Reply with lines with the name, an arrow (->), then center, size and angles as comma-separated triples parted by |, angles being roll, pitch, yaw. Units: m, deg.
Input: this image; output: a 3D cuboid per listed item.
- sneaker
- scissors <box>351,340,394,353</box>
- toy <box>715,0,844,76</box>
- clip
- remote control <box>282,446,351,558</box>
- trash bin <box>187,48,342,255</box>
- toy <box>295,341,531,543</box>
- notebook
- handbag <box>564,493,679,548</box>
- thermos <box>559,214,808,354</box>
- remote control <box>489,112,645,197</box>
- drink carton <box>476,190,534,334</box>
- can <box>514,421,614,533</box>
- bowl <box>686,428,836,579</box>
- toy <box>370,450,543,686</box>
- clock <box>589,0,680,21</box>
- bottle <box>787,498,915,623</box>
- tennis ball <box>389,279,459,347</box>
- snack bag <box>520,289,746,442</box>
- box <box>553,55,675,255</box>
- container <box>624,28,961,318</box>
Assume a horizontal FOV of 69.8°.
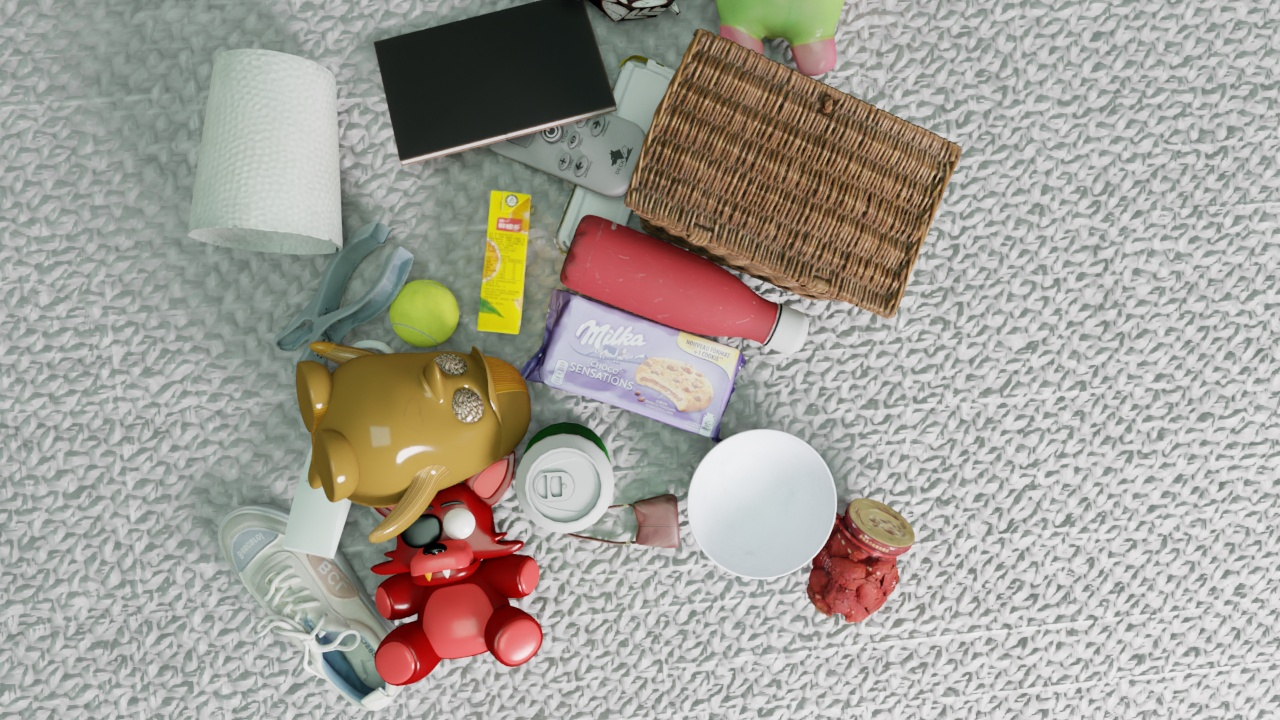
sneaker -> -0.314, 0.235, 0.877 | 0.089, 0.091, 0.242 | -42, 94, 0
scissors -> -0.226, 0.008, 0.893 | 0.133, 0.012, 0.097 | -10, 127, -3
toy -> 0.138, -0.397, 0.881 | 0.192, 0.097, 0.236 | 4, 84, -12
clip -> -0.272, -0.043, 0.864 | 0.167, 0.028, 0.127 | -51, 53, 4
remote control -> -0.298, 0.112, 0.877 | 0.049, 0.024, 0.143 | 9, 70, 10
trash bin -> -0.339, -0.188, 0.842 | 0.133, 0.133, 0.161 | 2, 87, -4
toy -> -0.194, 0.051, 0.833 | 0.203, 0.163, 0.198 | -11, 64, -29
notebook -> -0.141, -0.274, 0.882 | 0.209, 0.008, 0.141 | -15, 71, -3
handbag -> -0.021, 0.165, 0.928 | 0.119, 0.029, 0.055 | -4, 94, 1
thermos -> 0.046, -0.065, 0.869 | 0.240, 0.073, 0.073 | 20, 91, -5
remote control -> -0.069, -0.213, 0.886 | 0.151, 0.019, 0.074 | 24, 91, 14
drink carton -> -0.130, -0.094, 0.891 | 0.043, 0.058, 0.134 | 6, 92, -6
can -> -0.070, 0.106, 0.862 | 0.088, 0.140, 0.088 | 0, 92, -4
bowl -> 0.113, 0.135, 0.908 | 0.144, 0.074, 0.144 | 0, 92, -4
toy -> -0.181, 0.196, 0.876 | 0.158, 0.120, 0.197 | -10, 85, 0
clock -> -0.028, -0.391, 0.879 | 0.154, 0.065, 0.114 | 11, 92, -19
bottle -> 0.208, 0.196, 0.910 | 0.099, 0.098, 0.111 | 18, 118, -4
tennis ball -> -0.208, -0.045, 0.884 | 0.065, 0.065, 0.065 | 0, 92, -4
snack bag -> -0.006, 0.005, 0.905 | 0.205, 0.058, 0.096 | 19, 88, -2
box -> -0.023, -0.197, 0.907 | 0.064, 0.033, 0.209 | 21, 92, -7
container -> 0.119, -0.155, 0.841 | 0.250, 0.183, 0.162 | 23, 90, -5
